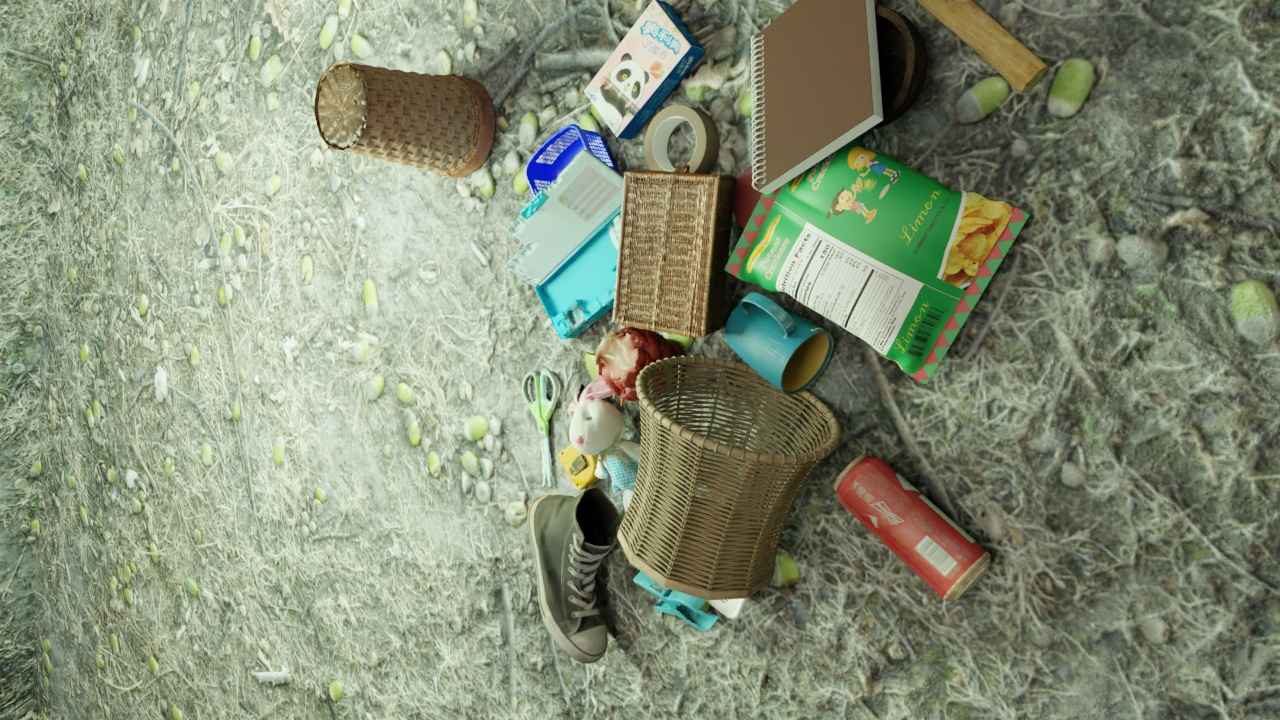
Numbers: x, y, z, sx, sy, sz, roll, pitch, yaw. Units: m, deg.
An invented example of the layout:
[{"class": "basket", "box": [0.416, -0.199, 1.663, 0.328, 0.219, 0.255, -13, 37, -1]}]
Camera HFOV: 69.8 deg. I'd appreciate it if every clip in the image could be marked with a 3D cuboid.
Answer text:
[{"class": "clip", "box": [0.039, 0.292, 1.149, 0.127, 0.028, 0.113, 15, 145, 47]}]

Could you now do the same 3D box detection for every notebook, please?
[{"class": "notebook", "box": [0.177, -0.297, 0.959, 0.172, 0.022, 0.208, -28, 53, 50]}]

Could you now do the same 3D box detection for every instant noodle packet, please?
[{"class": "instant noodle packet", "box": [0.236, -0.122, 0.959, 0.253, 0.090, 0.196, 32, 108, 19]}]

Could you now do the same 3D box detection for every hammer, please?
[{"class": "hammer", "box": [0.284, -0.390, 0.941, 0.132, 0.033, 0.330, -49, 66, 28]}]

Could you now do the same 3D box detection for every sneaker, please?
[{"class": "sneaker", "box": [-0.073, 0.288, 1.240, 0.120, 0.095, 0.234, -25, 70, 46]}]

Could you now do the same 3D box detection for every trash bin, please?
[{"class": "trash bin", "box": [-0.335, -0.345, 1.312, 0.151, 0.209, 0.151, 5, 98, 37]}]

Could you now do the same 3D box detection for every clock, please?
[{"class": "clock", "box": [0.159, -0.182, 1.047, 0.125, 0.044, 0.087, 12, 102, 37]}]

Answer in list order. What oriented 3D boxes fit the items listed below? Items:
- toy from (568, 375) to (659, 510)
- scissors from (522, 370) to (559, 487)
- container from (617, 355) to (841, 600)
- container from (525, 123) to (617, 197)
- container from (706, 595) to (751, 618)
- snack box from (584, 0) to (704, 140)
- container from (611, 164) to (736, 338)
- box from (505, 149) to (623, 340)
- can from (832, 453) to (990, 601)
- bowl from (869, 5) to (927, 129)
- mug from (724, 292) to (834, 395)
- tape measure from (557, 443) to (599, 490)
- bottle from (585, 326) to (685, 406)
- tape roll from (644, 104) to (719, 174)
[{"class": "toy", "box": [-0.047, 0.115, 1.200, 0.131, 0.105, 0.205, -30, 75, 39]}, {"class": "scissors", "box": [-0.143, 0.100, 1.331, 0.072, 0.033, 0.175, 0, 91, 34]}, {"class": "container", "box": [0.087, 0.131, 1.032, 0.227, 0.226, 0.196, 29, 118, 32]}, {"class": "container", "box": [-0.089, -0.250, 1.225, 0.114, 0.058, 0.096, -33, 74, 35]}, {"class": "container", "box": [0.093, 0.248, 1.135, 0.129, 0.049, 0.081, 31, 112, 32]}, {"class": "snack box", "box": [0.003, -0.365, 1.160, 0.154, 0.033, 0.088, -45, 68, 31]}, {"class": "container", "box": [0.041, -0.128, 1.076, 0.113, 0.113, 0.198, 9, 103, 14]}, {"class": "box", "box": [-0.074, -0.152, 1.215, 0.228, 0.073, 0.180, -38, 96, 34]}, {"class": "can", "box": [0.284, 0.174, 0.969, 0.170, 0.067, 0.067, 43, 118, 26]}, {"class": "bowl", "box": [0.251, -0.301, 0.953, 0.121, 0.056, 0.121, 15, 108, 52]}, {"class": "mug", "box": [0.149, -0.031, 1.034, 0.084, 0.112, 0.104, -42, 52, -13]}, {"class": "tape measure", "box": [-0.079, 0.143, 1.273, 0.059, 0.030, 0.068, -44, 69, 34]}, {"class": "bottle", "box": [-0.007, 0.007, 1.148, 0.099, 0.111, 0.099, -1, 88, 34]}, {"class": "tape roll", "box": [0.050, -0.266, 1.133, 0.094, 0.030, 0.094, 4, 97, 38]}]
